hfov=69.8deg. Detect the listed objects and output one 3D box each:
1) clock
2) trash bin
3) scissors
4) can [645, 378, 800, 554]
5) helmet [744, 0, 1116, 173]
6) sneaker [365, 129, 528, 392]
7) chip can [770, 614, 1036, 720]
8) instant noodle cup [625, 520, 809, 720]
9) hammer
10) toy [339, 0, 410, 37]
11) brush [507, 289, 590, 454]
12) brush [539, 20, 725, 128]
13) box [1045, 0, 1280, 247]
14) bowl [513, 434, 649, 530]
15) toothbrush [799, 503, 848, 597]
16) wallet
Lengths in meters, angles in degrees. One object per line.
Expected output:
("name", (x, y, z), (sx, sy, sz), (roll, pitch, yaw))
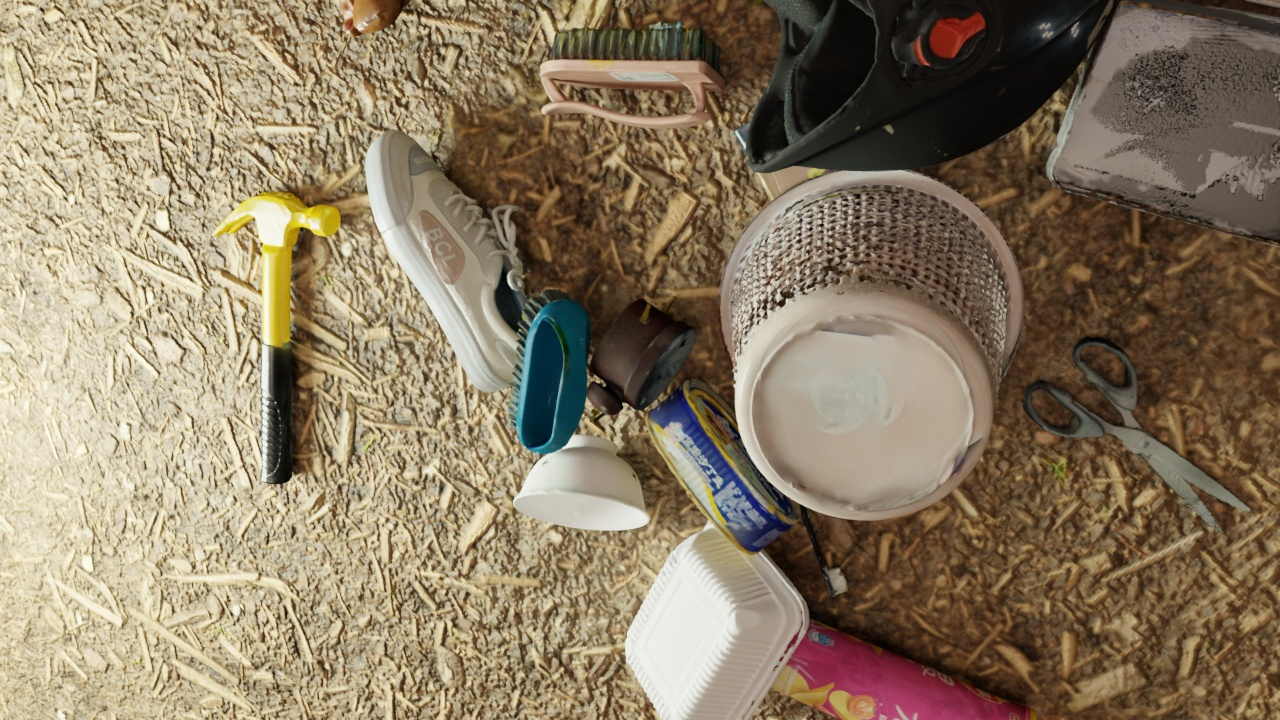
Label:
("clock", (-0.005, 0.004, 0.760), (0.055, 0.081, 0.122), (36, 113, 13))
("trash bin", (0.151, -0.002, 0.623), (0.228, 0.191, 0.228), (5, 113, 13))
("scissors", (0.362, 0.061, 0.678), (0.156, 0.014, 0.168), (-7, 104, 21))
("can", (0.068, 0.086, 0.755), (0.049, 0.074, 0.148), (-43, 76, 23))
("helmet", (0.165, -0.232, 0.551), (0.230, 0.233, 0.275), (15, 109, -8))
("sneaker", (-0.146, -0.095, 0.782), (0.091, 0.089, 0.242), (-25, 95, 22))
("chip can", (0.208, 0.279, 0.760), (0.211, 0.071, 0.071), (20, 110, 15))
("instant noodle cup", (0.051, 0.231, 0.776), (0.138, 0.060, 0.174), (49, 123, 44))
("hammer", (-0.363, -0.018, 0.915), (0.129, 0.032, 0.301), (13, 108, 17))
("toy", (-0.272, -0.343, 0.751), (0.200, 0.130, 0.140), (26, 132, 20))
("brush", (-0.069, 0.017, 0.744), (0.073, 0.055, 0.144), (46, 133, 47))
("brush", (-0.012, -0.219, 0.711), (0.146, 0.063, 0.073), (7, 96, 19))
("box", (0.377, -0.206, 0.545), (0.179, 0.105, 0.261), (19, 111, 15))
("bowl", (-0.048, 0.104, 0.805), (0.118, 0.118, 0.064), (-3, 64, 21))
("toothbrush", (0.137, 0.117, 0.774), (0.018, 0.015, 0.181), (-20, 97, 18))
("wallet", (0.134, -0.145, 0.696), (0.090, 0.033, 0.115), (-25, 98, 23))
